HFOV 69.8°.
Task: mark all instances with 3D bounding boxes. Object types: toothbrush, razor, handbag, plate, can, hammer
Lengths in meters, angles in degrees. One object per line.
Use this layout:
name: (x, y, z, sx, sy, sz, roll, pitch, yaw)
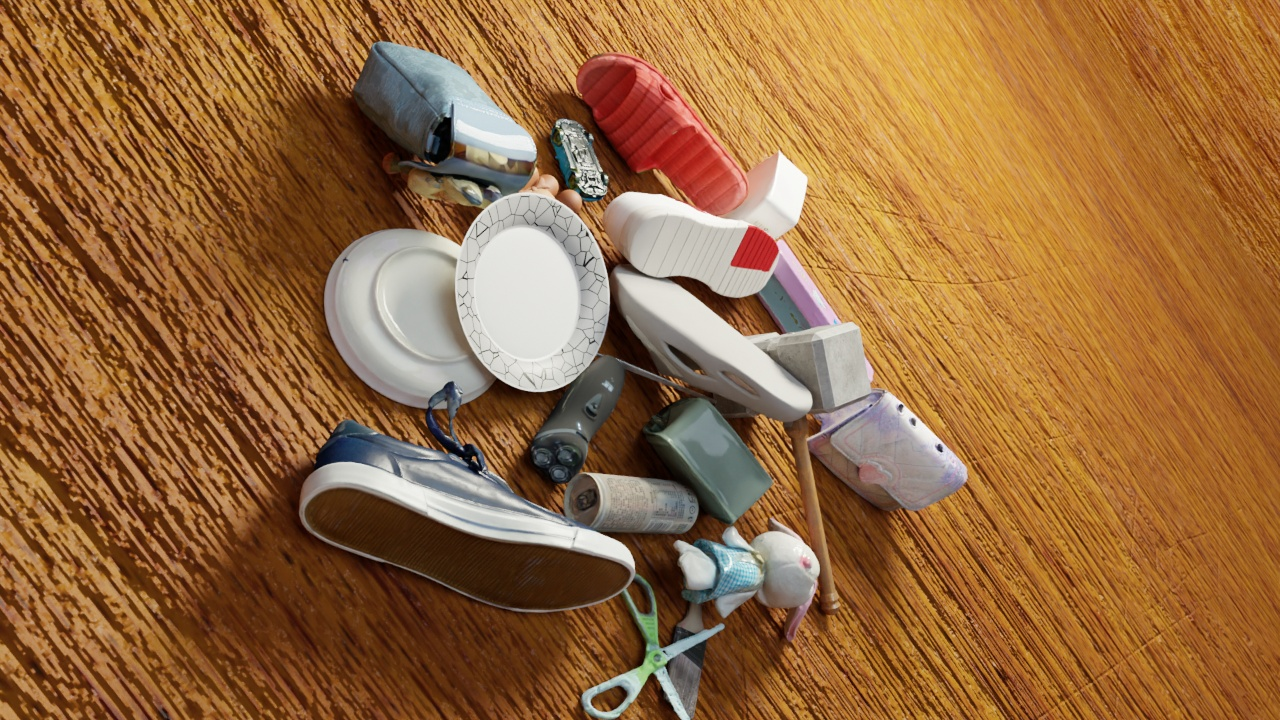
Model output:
toothbrush: (-0.006, 0.005, 0.937, 0.181, 0.010, 0.010, 22, 53, 2)
razor: (-0.054, 0.052, 0.884, 0.053, 0.064, 0.140, 44, 60, -22)
handbag: (-0.195, -0.215, 0.873, 0.192, 0.119, 0.121, 44, 25, 30)
plate: (-0.196, -0.046, 0.846, 0.182, 0.034, 0.182, 17, 60, -31)
handbag: (0.289, 0.109, 1.089, 0.158, 0.127, 0.069, 41, 52, -17)
plate: (-0.103, -0.065, 0.881, 0.188, 0.016, 0.188, 2, 87, -46)
handbag: (0.067, 0.099, 0.936, 0.067, 0.106, 0.122, -41, 97, -15)
can: (-0.006, 0.139, 0.880, 0.135, 0.054, 0.054, 12, 62, -43)
hammer: (0.181, 0.127, 1.007, 0.082, 0.163, 0.317, -15, 96, -42)

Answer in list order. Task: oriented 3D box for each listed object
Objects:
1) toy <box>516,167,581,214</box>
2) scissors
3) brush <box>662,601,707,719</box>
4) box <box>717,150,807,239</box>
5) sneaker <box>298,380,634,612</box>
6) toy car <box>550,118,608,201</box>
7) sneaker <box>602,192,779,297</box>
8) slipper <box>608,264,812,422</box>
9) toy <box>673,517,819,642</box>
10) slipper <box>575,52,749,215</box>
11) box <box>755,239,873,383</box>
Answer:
toy: (-0.127, -0.184, 0.949, 0.127, 0.065, 0.094, 49, 50, -1)
scissors: (0.014, 0.280, 0.857, 0.172, 0.021, 0.171, -13, 68, -38)
brush: (0.049, 0.270, 0.900, 0.039, 0.012, 0.150, 31, 52, -22)
box: (0.161, -0.184, 1.146, 0.091, 0.107, 0.102, 36, 51, -23)
sneaker: (-0.134, 0.120, 0.784, 0.294, 0.121, 0.127, 26, 33, -24)
toy car: (-0.071, -0.223, 1.031, 0.048, 0.032, 0.105, -5, 67, -39)
sneaker: (0.055, -0.142, 1.057, 0.236, 0.090, 0.104, 5, 30, -41)
slipper: (0.056, -0.003, 0.957, 0.266, 0.081, 0.112, 38, 26, 26)
toy: (0.116, 0.201, 0.912, 0.205, 0.106, 0.131, 18, 55, -39)
slipper: (0.023, -0.257, 1.073, 0.249, 0.104, 0.059, 41, 46, -11)
box: (0.216, -0.054, 1.165, 0.214, 0.065, 0.077, 54, 33, -3)
